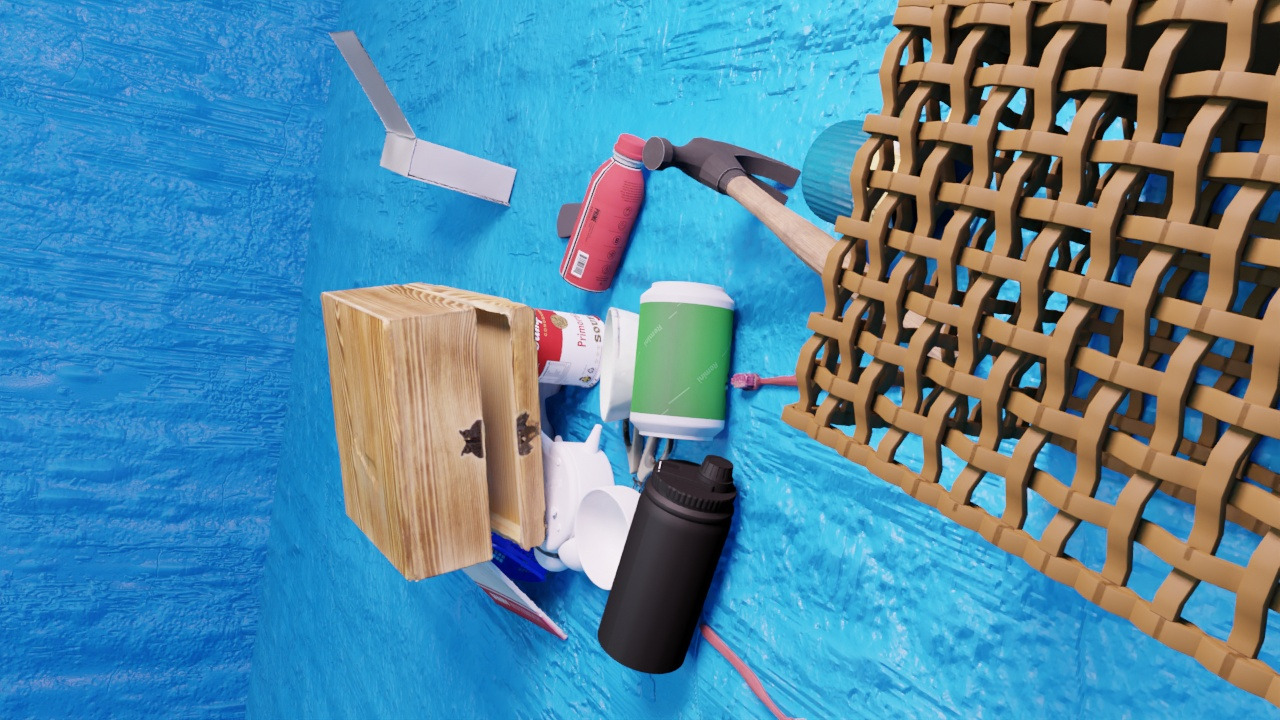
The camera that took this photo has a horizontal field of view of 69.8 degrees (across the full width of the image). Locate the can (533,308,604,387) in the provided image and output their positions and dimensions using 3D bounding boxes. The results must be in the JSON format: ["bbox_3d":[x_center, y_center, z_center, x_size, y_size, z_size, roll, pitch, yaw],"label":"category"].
[{"bbox_3d":[-0.108,-0.016,1.068,0.087,0.116,0.086,-17,70,57],"label":"can"}]

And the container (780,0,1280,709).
[{"bbox_3d":[0.241,-0.027,0.385,0.252,0.219,0.214,32,112,57],"label":"container"}]

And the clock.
[{"bbox_3d":[-0.089,0.158,1.046,0.126,0.072,0.160,-20,67,56],"label":"clock"}]

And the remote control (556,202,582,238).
[{"bbox_3d":[-0.074,-0.177,1.146,0.125,0.009,0.046,8,91,59],"label":"remote control"}]

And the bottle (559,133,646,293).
[{"bbox_3d":[-0.036,-0.166,1.029,0.062,0.062,0.177,54,130,49],"label":"bottle"}]

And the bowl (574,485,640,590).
[{"bbox_3d":[-0.019,0.178,0.938,0.105,0.054,0.105,6,98,52],"label":"bowl"}]

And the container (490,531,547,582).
[{"bbox_3d":[-0.157,0.223,1.127,0.114,0.096,0.058,-15,40,56],"label":"container"}]

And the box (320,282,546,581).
[{"bbox_3d":[-0.240,0.063,1.024,0.245,0.167,0.279,16,114,51],"label":"box"}]

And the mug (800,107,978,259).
[{"bbox_3d":[0.183,-0.138,0.648,0.114,0.083,0.107,-64,30,9],"label":"mug"}]

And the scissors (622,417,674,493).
[{"bbox_3d":[0.001,0.119,0.963,0.155,0.012,0.163,-35,57,52],"label":"scissors"}]

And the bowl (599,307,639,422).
[{"bbox_3d":[-0.006,0.005,0.932,0.117,0.061,0.117,-178,91,-83],"label":"bowl"}]

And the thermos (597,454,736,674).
[{"bbox_3d":[0.028,0.176,0.835,0.086,0.086,0.199,41,119,54],"label":"thermos"}]

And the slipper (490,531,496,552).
[{"bbox_3d":[-0.219,0.174,1.258,0.092,0.081,0.190,10,91,57],"label":"slipper"}]

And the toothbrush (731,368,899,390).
[{"bbox_3d":[0.136,0.015,0.751,0.190,0.016,0.016,-4,80,59],"label":"toothbrush"}]

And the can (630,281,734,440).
[{"bbox_3d":[0.039,0.001,0.848,0.088,0.087,0.140,1,86,59],"label":"can"}]

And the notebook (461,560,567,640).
[{"bbox_3d":[-0.184,0.275,1.142,0.012,0.153,0.209,-48,21,-22],"label":"notebook"}]

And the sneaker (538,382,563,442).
[{"bbox_3d":[-0.179,0.070,1.156,0.103,0.132,0.269,26,108,56],"label":"sneaker"}]

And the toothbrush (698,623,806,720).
[{"bbox_3d":[0.096,0.271,0.778,0.184,0.015,0.015,32,112,60],"label":"toothbrush"}]

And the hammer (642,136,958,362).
[{"bbox_3d":[0.135,-0.088,0.703,0.305,0.132,0.040,48,125,37],"label":"hammer"}]

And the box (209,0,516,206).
[{"bbox_3d":[-0.392,-0.370,1.302,0.119,0.478,0.166,-55,33,-4],"label":"box"}]
